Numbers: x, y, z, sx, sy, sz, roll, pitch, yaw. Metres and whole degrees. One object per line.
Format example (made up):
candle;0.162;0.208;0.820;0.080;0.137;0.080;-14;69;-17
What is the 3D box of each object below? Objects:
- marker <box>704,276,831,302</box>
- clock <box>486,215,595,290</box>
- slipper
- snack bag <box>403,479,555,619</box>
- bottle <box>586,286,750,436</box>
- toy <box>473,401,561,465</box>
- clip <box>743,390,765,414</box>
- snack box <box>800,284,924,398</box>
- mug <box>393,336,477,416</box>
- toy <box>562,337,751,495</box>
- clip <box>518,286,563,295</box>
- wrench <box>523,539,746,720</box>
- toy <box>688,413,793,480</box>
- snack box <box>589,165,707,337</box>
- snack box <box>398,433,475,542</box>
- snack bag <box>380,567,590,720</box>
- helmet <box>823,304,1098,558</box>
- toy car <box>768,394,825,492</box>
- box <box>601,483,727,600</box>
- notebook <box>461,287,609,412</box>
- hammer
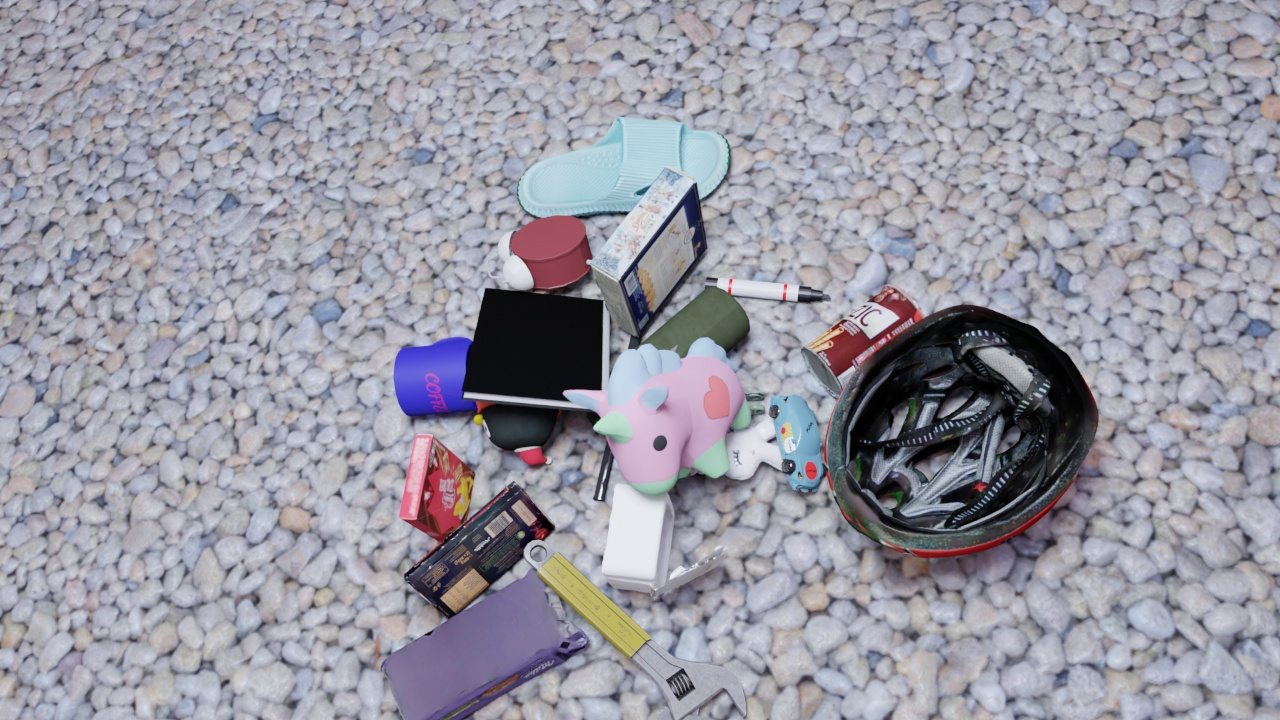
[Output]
marker;0.149;-0.082;1.072;0.146;0.019;0.019;7;68;12
clock;-0.117;-0.127;1.101;0.137;0.048;0.096;-17;41;-3
slipper;-0.024;-0.239;1.143;0.276;0.069;0.115;-8;69;6
snack bag;-0.169;0.203;0.979;0.155;0.074;0.018;-40;25;-8
bottle;0.027;0.005;1.016;0.206;0.071;0.071;-41;67;-15
toy;-0.136;0.054;1.020;0.100;0.097;0.119;-5;69;3
clip;0.101;0.049;1.023;0.076;0.023;0.047;-5;68;9
snack box;0.244;-0.021;1.002;0.121;0.072;0.072;-35;66;-6
mug;-0.229;0.011;1.069;0.083;0.079;0.111;-5;38;7
toy;0.034;0.039;0.914;0.120;0.171;0.221;-5;37;36
clip;-0.123;-0.082;1.112;0.062;0.047;0.025;-9;63;-25
wrench;-0.011;0.273;0.922;0.273;0.018;0.083;41;68;12
toy;0.107;0.095;0.993;0.125;0.037;0.075;-9;59;-2
snack box;0.014;-0.117;1.024;0.042;0.144;0.144;31;75;20
snack box;-0.213;0.141;0.974;0.021;0.133;0.089;2;67;11
snack bag;-0.163;0.299;0.939;0.205;0.058;0.096;-30;65;-4
helmet;0.303;0.077;0.898;0.271;0.167;0.217;-38;67;-8
toy car;0.172;0.084;0.975;0.028;0.060;0.107;-34;57;44
box;0.035;0.189;0.928;0.130;0.110;0.102;3;67;12
notebook;-0.109;-0.016;1.012;0.149;0.016;0.206;6;34;-5
hammer;-0.006;0.006;1.064;0.095;0.015;0.324;8;69;12
